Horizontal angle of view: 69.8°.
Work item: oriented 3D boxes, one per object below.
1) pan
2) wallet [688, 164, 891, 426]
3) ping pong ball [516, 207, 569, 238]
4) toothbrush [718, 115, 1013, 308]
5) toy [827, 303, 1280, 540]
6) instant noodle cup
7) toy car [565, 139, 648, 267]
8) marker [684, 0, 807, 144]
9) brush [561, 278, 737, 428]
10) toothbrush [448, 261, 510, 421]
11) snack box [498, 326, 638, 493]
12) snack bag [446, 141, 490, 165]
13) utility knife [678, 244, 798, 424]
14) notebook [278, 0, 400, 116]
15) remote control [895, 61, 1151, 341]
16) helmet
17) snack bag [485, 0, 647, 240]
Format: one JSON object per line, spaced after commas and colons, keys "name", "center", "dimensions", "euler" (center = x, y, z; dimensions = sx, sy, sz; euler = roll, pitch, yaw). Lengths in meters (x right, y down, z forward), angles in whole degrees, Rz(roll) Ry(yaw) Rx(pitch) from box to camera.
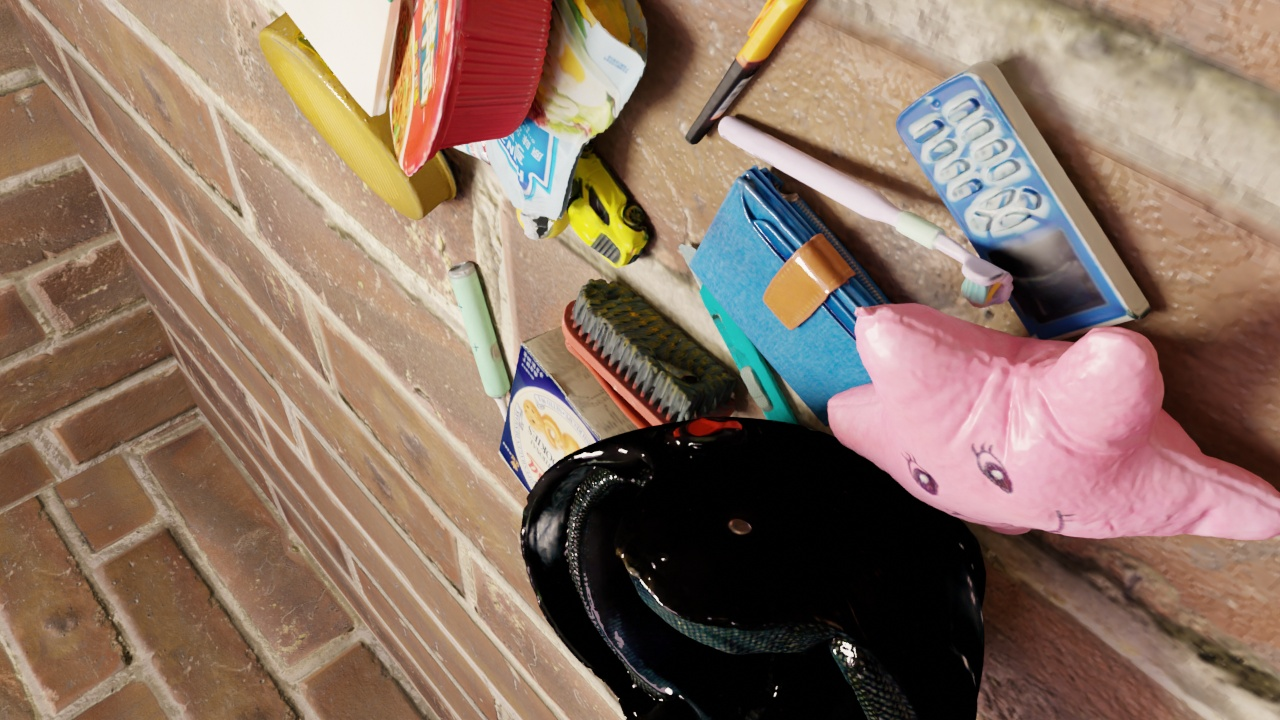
{"name": "pan", "center": [-0.218, -0.237, 0.692], "dimensions": [0.197, 0.078, 0.358], "euler": [43, 166, 9]}
{"name": "wallet", "center": [0.087, -0.032, 0.514], "dimensions": [0.133, 0.040, 0.107], "euler": [50, 154, 10]}
{"name": "ping pong ball", "center": [-0.070, -0.109, 0.667], "dimensions": [0.040, 0.040, 0.040], "euler": [37, 145, 32]}
{"name": "toothbrush", "center": [0.098, -0.079, 0.445], "dimensions": [0.029, 0.021, 0.189], "euler": [30, -169, -50]}
{"name": "toy", "center": [0.154, 0.028, 0.412], "dimensions": [0.178, 0.074, 0.195], "euler": [38, 159, -17]}
{"name": "instant noodle cup", "center": [-0.102, -0.204, 0.545], "dimensions": [0.194, 0.065, 0.194], "euler": [-179, 90, -64]}
{"name": "toy car", "center": [-0.036, -0.110, 0.625], "dimensions": [0.105, 0.032, 0.048], "euler": [56, 151, 5]}
{"name": "marker", "center": [0.051, -0.149, 0.472], "dimensions": [0.015, 0.018, 0.124], "euler": [53, 151, 5]}
{"name": "brush", "center": [-0.004, 0.004, 0.655], "dimensions": [0.146, 0.063, 0.069], "euler": [42, 134, 27]}
{"name": "toothbrush", "center": [-0.148, 0.005, 0.908], "dimensions": [0.027, 0.026, 0.225], "euler": [8, 128, 26]}
{"name": "snack box", "center": [-0.049, 0.092, 0.807], "dimensions": [0.178, 0.045, 0.183], "euler": [49, 146, 21]}
{"name": "snack bag", "center": [-0.128, -0.173, 0.707], "dimensions": [0.104, 0.026, 0.048], "euler": [33, 134, 37]}
{"name": "utility knife", "center": [0.070, 0.003, 0.594], "dimensions": [0.029, 0.013, 0.179], "euler": [-18, 103, 58]}
{"name": "notebook", "center": [-0.213, -0.277, 0.569], "dimensions": [0.209, 0.012, 0.151], "euler": [51, 145, 11]}
{"name": "remote control", "center": [0.159, -0.064, 0.385], "dimensions": [0.125, 0.024, 0.049], "euler": [56, 151, -6]}
{"name": "helmet", "center": [0.061, 0.145, 0.528], "dimensions": [0.275, 0.229, 0.234], "euler": [31, 128, 37]}
{"name": "snack bag", "center": [-0.056, -0.161, 0.574], "dimensions": [0.110, 0.038, 0.192], "euler": [59, 146, 11]}
